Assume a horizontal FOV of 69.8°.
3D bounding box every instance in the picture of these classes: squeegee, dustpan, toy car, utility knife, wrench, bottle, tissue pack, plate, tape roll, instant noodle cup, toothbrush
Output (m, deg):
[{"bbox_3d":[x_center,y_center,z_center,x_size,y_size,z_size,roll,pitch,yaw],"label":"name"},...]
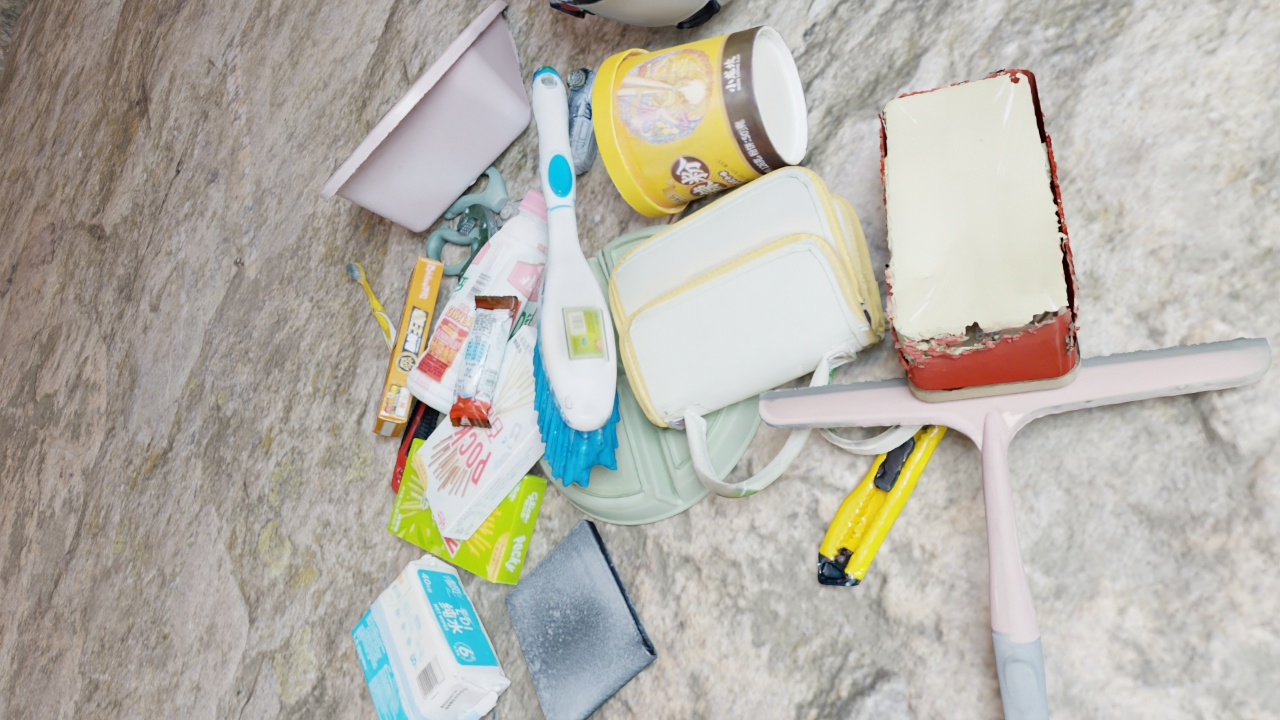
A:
[{"bbox_3d":[0.179,0.120,0.439,0.248,0.040,0.249,-8,77,23],"label":"squeegee"},{"bbox_3d":[-0.216,-0.247,0.858,0.223,0.138,0.273,-43,48,16],"label":"dustpan"},{"bbox_3d":[-0.051,-0.202,0.779,0.034,0.043,0.090,13,86,16],"label":"toy car"},{"bbox_3d":[0.152,0.046,0.524,0.033,0.015,0.195,31,95,41],"label":"utility knife"},{"bbox_3d":[-0.177,-0.008,0.826,0.056,0.016,0.273,17,91,44],"label":"wrench"},{"bbox_3d":[-0.123,-0.048,0.771,0.068,0.068,0.197,30,91,44],"label":"bottle"},{"bbox_3d":[-0.162,0.228,0.703,0.090,0.063,0.140,-49,50,15],"label":"tissue pack"},{"bbox_3d":[-0.004,0.004,0.671,0.231,0.027,0.230,-15,66,37],"label":"plate"},{"bbox_3d":[0.137,0.013,0.538,0.086,0.014,0.085,-32,44,38],"label":"tape roll"},{"bbox_3d":[0.046,-0.168,0.634,0.115,0.118,0.118,-8,69,31],"label":"instant noodle cup"},{"bbox_3d":[-0.266,-0.047,0.928,0.016,0.018,0.191,-52,48,16],"label":"toothbrush"}]

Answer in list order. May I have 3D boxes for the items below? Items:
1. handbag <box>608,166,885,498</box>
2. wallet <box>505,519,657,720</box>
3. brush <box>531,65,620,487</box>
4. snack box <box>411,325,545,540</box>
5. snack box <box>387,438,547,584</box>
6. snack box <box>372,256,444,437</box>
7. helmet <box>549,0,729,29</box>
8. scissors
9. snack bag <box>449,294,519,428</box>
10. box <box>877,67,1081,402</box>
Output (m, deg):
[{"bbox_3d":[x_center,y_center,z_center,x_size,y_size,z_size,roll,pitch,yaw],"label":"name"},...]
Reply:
[{"bbox_3d":[0.065,-0.011,0.562,0.164,0.063,0.178,-25,65,30],"label":"handbag"},{"bbox_3d":[-0.045,0.186,0.648,0.097,0.019,0.120,-46,49,17],"label":"wallet"},{"bbox_3d":[-0.054,-0.071,0.654,0.110,0.060,0.314,98,165,-53],"label":"brush"},{"bbox_3d":[-0.113,0.056,0.710,0.157,0.026,0.084,-48,49,17],"label":"snack box"},{"bbox_3d":[-0.146,0.120,0.754,0.157,0.026,0.085,11,83,43],"label":"snack box"},{"bbox_3d":[-0.211,-0.011,0.833,0.075,0.026,0.153,144,138,-64],"label":"snack box"},{"bbox_3d":[0.021,-0.354,0.691,0.230,0.156,0.274,-50,52,21],"label":"helmet"},{"bbox_3d":[-0.136,-0.152,0.853,0.186,0.019,0.132,-20,62,34],"label":"scissors"},{"bbox_3d":[-0.120,0.000,0.700,0.048,0.026,0.104,3,75,36],"label":"snack bag"},{"bbox_3d":[0.169,-0.071,0.475,0.091,0.080,0.168,-8,55,23],"label":"box"}]
